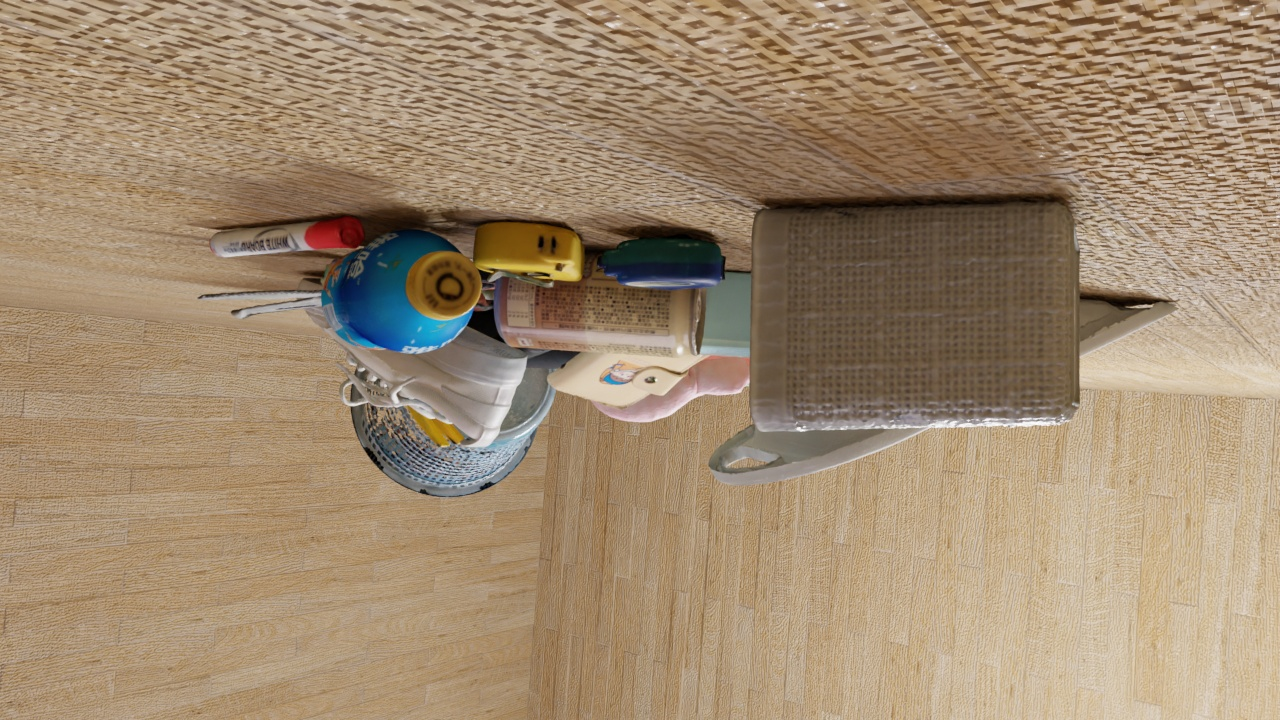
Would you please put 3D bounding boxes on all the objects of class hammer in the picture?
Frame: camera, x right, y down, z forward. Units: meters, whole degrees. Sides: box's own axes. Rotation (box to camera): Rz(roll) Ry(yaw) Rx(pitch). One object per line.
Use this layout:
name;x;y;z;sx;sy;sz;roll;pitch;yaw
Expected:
hammer;-0.119;-0.008;0.781;0.032;0.128;0.302;-8;172;-46

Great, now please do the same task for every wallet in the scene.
wallet;-0.004;0.004;0.708;0.087;0.024;0.115;19;142;-36

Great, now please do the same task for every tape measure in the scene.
tape measure;-0.057;-0.053;0.472;0.057;0.029;0.060;5;178;2
tape measure;0.014;-0.050;0.460;0.058;0.025;0.055;0;180;-45

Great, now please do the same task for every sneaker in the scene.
sneaker;-0.200;0.000;0.768;0.242;0.091;0.089;23;-167;29

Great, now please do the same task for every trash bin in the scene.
trash bin;-0.190;0.030;1.010;0.226;0.226;0.195;5;166;-24

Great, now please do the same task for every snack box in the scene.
snack box;0.006;-0.033;0.607;0.175;0.051;0.074;3;177;0

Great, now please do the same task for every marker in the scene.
marker;-0.203;-0.068;0.515;0.145;0.017;0.017;3;178;40

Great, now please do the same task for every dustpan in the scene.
dustpan;0.181;0.024;0.648;0.257;0.142;0.223;6;178;-11

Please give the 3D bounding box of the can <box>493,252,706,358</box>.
can;-0.022;-0.033;0.532;0.116;0.058;0.058;4;179;10

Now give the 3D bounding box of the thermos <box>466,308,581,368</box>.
thermos;-0.059;-0.019;0.824;0.243;0.068;0.090;3;157;36

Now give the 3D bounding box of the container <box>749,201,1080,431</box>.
container;0.113;-0.015;0.369;0.114;0.090;0.090;0;177;27

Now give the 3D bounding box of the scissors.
scissors;-0.188;-0.047;0.657;0.226;0.015;0.189;0;173;-44

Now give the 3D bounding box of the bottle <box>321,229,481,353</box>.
bottle;-0.129;-0.037;0.496;0.065;0.065;0.219;5;179;-25

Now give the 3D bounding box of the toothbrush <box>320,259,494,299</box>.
toothbrush;-0.172;-0.059;0.736;0.029;0.020;0.189;-33;161;26

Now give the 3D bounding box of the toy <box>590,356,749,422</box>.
toy;0.023;0.001;0.874;0.159;0.121;0.054;-4;151;1

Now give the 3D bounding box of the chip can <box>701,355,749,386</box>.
chip can;0.094;-0.008;0.955;0.215;0.071;0.071;2;178;33
